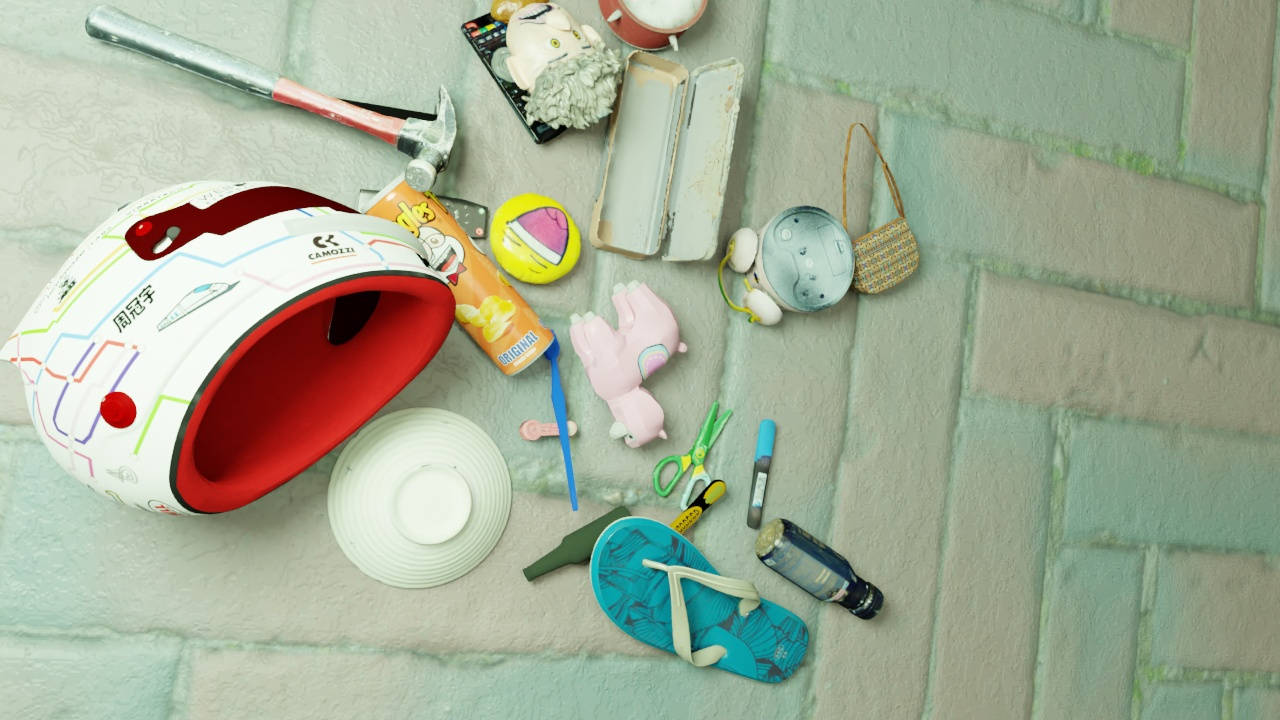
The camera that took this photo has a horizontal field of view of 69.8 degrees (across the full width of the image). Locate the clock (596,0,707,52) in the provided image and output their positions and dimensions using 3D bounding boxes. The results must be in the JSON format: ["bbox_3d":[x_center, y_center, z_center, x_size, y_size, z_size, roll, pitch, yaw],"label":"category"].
[{"bbox_3d":[0.015,-0.409,0.975,0.109,0.062,0.156,17,82,-19],"label":"clock"}]

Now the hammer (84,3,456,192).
[{"bbox_3d":[-0.326,-0.253,0.837,0.326,0.036,0.140,19,42,-10],"label":"hammer"}]

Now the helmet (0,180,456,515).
[{"bbox_3d":[-0.334,-0.030,0.742,0.314,0.231,0.236,-42,66,-11],"label":"helmet"}]

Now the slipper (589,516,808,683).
[{"bbox_3d":[0.070,0.268,0.959,0.294,0.060,0.118,33,89,-22],"label":"slipper"}]

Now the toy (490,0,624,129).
[{"bbox_3d":[-0.085,-0.312,0.918,0.132,0.076,0.176,-34,84,-39],"label":"toy"}]

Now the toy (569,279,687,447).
[{"bbox_3d":[-0.006,0.005,0.951,0.123,0.067,0.157,-35,104,-19],"label":"toy"}]

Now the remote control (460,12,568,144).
[{"bbox_3d":[-0.129,-0.288,0.940,0.045,0.021,0.140,-36,96,-29],"label":"remote control"}]

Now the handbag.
[{"bbox_3d":[0.257,-0.174,1.047,0.093,0.043,0.196,-27,115,-18],"label":"handbag"}]

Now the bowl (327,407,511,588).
[{"bbox_3d":[-0.203,0.132,0.870,0.177,0.071,0.177,1,87,-20],"label":"bowl"}]

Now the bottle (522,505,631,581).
[{"bbox_3d":[-0.063,0.190,0.940,0.122,0.033,0.033,-26,97,-19],"label":"bottle"}]

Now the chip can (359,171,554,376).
[{"bbox_3d":[-0.174,-0.082,0.885,0.062,0.062,0.210,-45,107,-16],"label":"chip can"}]

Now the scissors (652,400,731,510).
[{"bbox_3d":[0.072,0.106,1.004,0.078,0.013,0.131,44,75,-15],"label":"scissors"}]

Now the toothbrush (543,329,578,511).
[{"bbox_3d":[-0.080,0.060,0.927,0.016,0.011,0.186,-4,77,-22],"label":"toothbrush"}]

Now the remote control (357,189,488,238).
[{"bbox_3d":[-0.215,-0.146,0.908,0.124,0.010,0.039,7,86,-20],"label":"remote control"}]

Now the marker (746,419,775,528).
[{"bbox_3d":[0.134,0.126,1.025,0.018,0.015,0.123,10,87,-16],"label":"marker"}]

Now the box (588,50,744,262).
[{"bbox_3d":[0.028,-0.215,0.956,0.121,0.094,0.217,11,84,-16],"label":"box"}]

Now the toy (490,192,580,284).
[{"bbox_3d":[-0.107,-0.123,0.931,0.095,0.041,0.094,41,71,-12],"label":"toy"}]

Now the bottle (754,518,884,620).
[{"bbox_3d":[0.201,0.235,1.023,0.160,0.056,0.056,34,77,-16],"label":"bottle"}]

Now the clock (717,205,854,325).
[{"bbox_3d":[0.158,-0.103,1.019,0.157,0.059,0.117,-23,95,-19],"label":"clock"}]

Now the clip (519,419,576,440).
[{"bbox_3d":[-0.092,0.069,0.931,0.059,0.039,0.022,-2,82,-25],"label":"clip"}]

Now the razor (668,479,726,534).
[{"bbox_3d":[0.039,0.181,0.978,0.144,0.021,0.044,-44,103,-5],"label":"razor"}]
